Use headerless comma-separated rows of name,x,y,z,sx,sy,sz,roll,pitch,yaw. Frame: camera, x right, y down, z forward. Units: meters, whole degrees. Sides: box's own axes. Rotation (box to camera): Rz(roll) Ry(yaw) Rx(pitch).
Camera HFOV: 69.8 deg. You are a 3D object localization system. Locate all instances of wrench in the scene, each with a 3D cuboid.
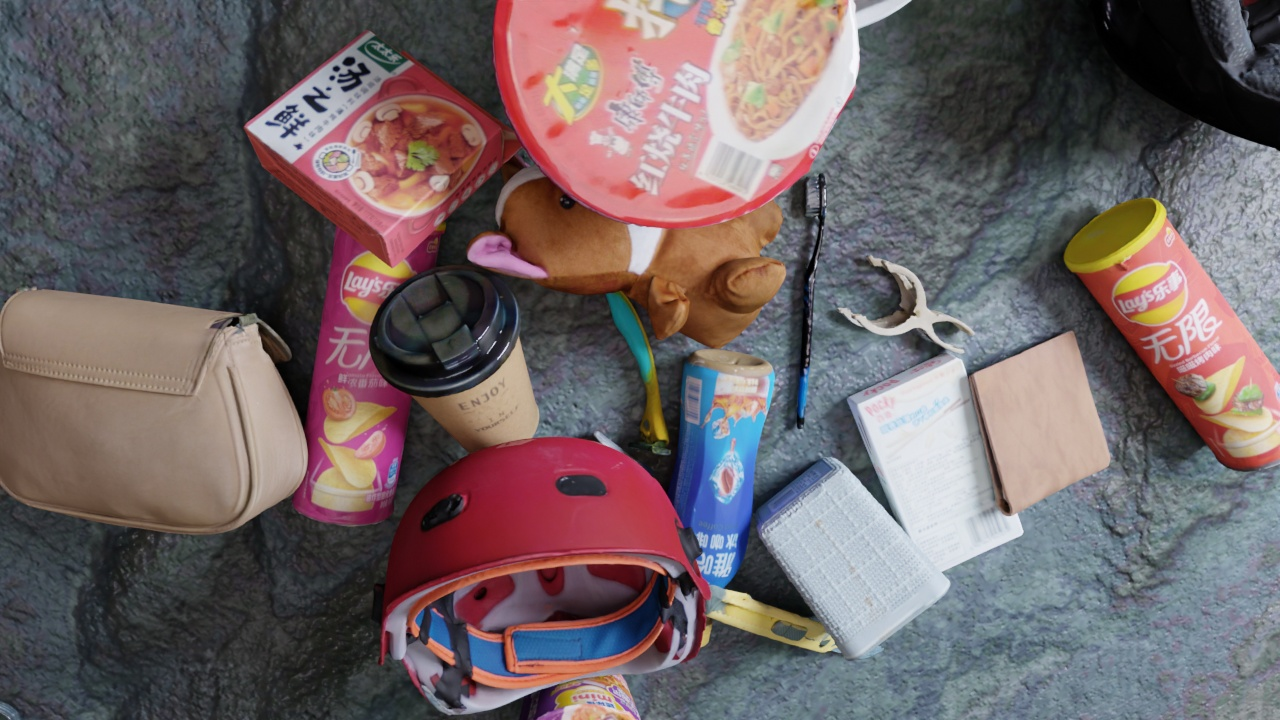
wrench,-0.562,0.355,0.690,0.273,0.016,0.056,-43,103,4

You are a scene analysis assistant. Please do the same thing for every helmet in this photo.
helmet,0.416,-0.245,0.547,0.274,0.230,0.234,10,110,-18
helmet,-0.068,0.121,0.598,0.207,0.143,0.240,-12,144,-3

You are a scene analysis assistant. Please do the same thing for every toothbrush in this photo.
toothbrush,0.121,-0.041,0.671,0.016,0.014,0.189,1,103,-5

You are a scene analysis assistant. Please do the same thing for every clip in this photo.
clip,0.198,-0.047,0.667,0.103,0.035,0.092,2,103,-10
clip,-0.016,0.074,0.678,0.058,0.026,0.039,38,104,-8

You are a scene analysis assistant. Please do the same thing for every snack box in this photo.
snack box,-0.152,-0.139,0.564,0.113,0.044,0.126,37,68,10
snack box,0.226,0.081,0.700,0.085,0.027,0.157,-25,103,1

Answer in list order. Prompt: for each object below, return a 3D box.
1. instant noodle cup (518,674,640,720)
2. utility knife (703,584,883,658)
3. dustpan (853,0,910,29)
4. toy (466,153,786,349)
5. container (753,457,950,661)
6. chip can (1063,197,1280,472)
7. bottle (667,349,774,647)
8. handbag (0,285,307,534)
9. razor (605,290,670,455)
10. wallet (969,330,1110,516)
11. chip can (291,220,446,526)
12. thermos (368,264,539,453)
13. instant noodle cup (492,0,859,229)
instant noodle cup,-0.045,0.279,0.680,0.111,0.099,0.111,-1,101,-5
utility knife,0.117,0.202,0.696,0.196,0.020,0.031,23,117,-36
dustpan,0.059,-0.281,0.529,0.257,0.143,0.223,-25,104,-25
toy,-0.005,-0.083,0.597,0.199,0.139,0.131,14,127,-4
container,0.147,0.137,0.666,0.090,0.090,0.111,-38,88,4
chip can,0.402,-0.015,0.674,0.073,0.073,0.216,-41,103,4
bottle,0.051,0.104,0.669,0.065,0.065,0.219,5,102,-7
handbag,-0.318,0.031,0.595,0.204,0.099,0.148,8,106,10
razor,-0.004,0.004,0.661,0.028,0.043,0.132,-18,98,-21
wallet,0.300,0.046,0.690,0.101,0.020,0.115,-20,99,-19
chip can,-0.186,0.002,0.621,0.071,0.071,0.211,11,101,-8
thermos,-0.111,0.007,0.592,0.093,0.093,0.143,-17,146,-2
instant noodle cup,0.018,-0.169,0.511,0.194,0.066,0.194,0,97,-1
